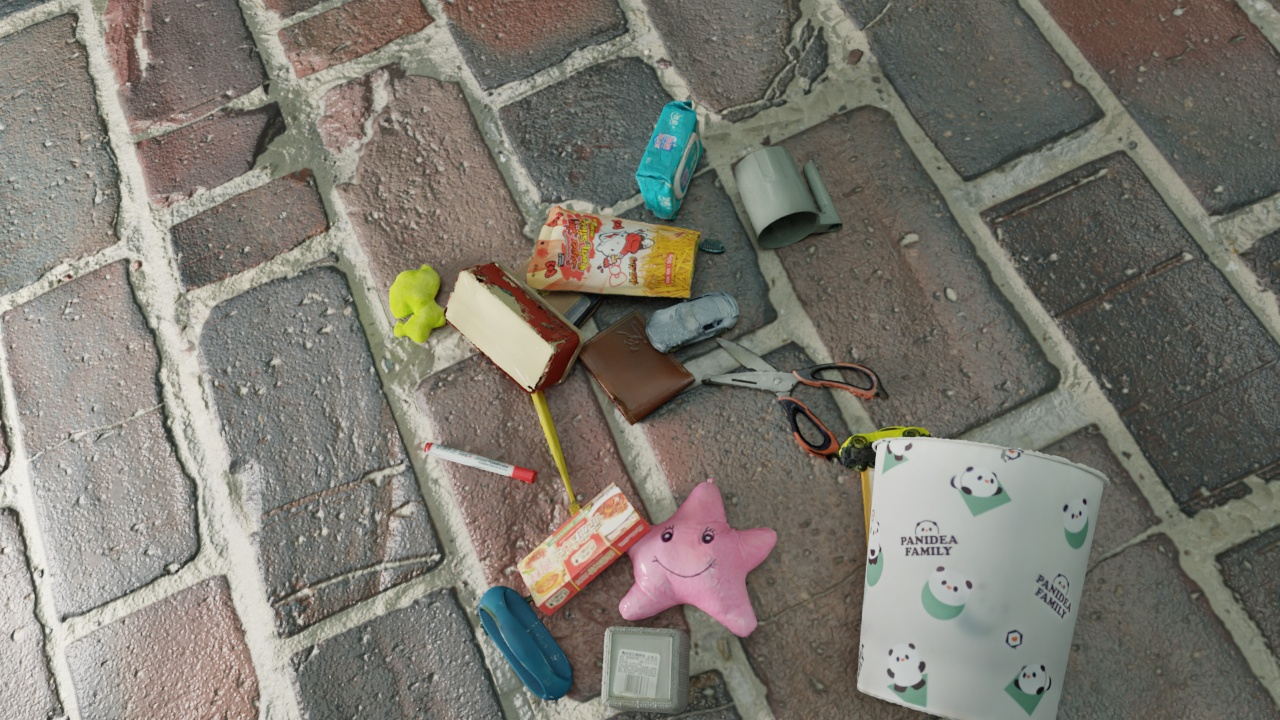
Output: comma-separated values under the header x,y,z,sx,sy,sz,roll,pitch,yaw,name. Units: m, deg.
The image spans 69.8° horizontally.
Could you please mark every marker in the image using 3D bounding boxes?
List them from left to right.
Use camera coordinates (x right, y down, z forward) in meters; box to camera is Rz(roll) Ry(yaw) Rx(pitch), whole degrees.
x,y,z,sx,sy,sz,roll,pitch,yaw,name
-0.198,0.125,1.128,0.145,0.017,0.017,13,73,11,marker

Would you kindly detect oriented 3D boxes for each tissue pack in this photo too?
x,y,z,sx,sy,sz,roll,pitch,yaw,name
0.042,-0.262,1.198,0.050,0.093,0.133,16,74,16,tissue pack

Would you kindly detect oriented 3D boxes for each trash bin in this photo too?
x,y,z,sx,sy,sz,roll,pitch,yaw,name
0.330,0.224,0.921,0.230,0.229,0.251,11,77,10,trash bin

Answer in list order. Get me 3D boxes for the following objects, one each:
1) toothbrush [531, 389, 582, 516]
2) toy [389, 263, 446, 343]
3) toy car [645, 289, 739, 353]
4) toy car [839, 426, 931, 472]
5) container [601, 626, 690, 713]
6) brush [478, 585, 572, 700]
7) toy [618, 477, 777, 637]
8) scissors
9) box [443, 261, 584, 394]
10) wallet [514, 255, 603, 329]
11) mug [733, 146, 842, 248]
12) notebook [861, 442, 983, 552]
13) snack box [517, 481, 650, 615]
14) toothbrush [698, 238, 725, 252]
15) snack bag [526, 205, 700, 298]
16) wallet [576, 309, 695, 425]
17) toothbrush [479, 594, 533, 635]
x,y,z,sx,sy,sz,roll,pitch,yaw,name
-0.103,0.111,1.122,0.015,0.017,0.190,-20,70,-2,toothbrush
-0.295,-0.076,1.202,0.096,0.031,0.100,-44,72,-7,toy
0.065,-0.050,1.141,0.120,0.037,0.054,-21,68,-17,toy car
0.281,0.098,1.058,0.105,0.048,0.032,-9,42,4,toy car
0.005,0.329,0.981,0.090,0.114,0.090,0,70,6,container
-0.128,0.313,1.018,0.055,0.073,0.144,-37,80,-10,brush
0.053,0.215,1.038,0.195,0.075,0.178,5,60,18,toy
0.189,0.036,1.117,0.189,0.015,0.226,-28,71,-4,scissors
-0.162,-0.042,1.131,0.168,0.078,0.091,40,122,17,box
-0.118,-0.081,1.185,0.115,0.033,0.090,38,79,20,wallet
0.190,-0.210,1.178,0.123,0.084,0.103,-7,66,-25,mug
0.330,0.195,1.048,0.146,0.010,0.206,-1,71,6,notebook
-0.066,0.214,1.049,0.153,0.025,0.075,-41,38,0,snack box
0.017,-0.162,1.204,0.192,0.018,0.016,10,57,9,toothbrush
-0.031,-0.134,1.165,0.208,0.073,0.128,8,61,6,snack bag
-0.007,0.007,1.142,0.101,0.032,0.124,-35,72,-9,wallet
-0.103,0.268,1.070,0.185,0.012,0.017,-29,76,-4,toothbrush
